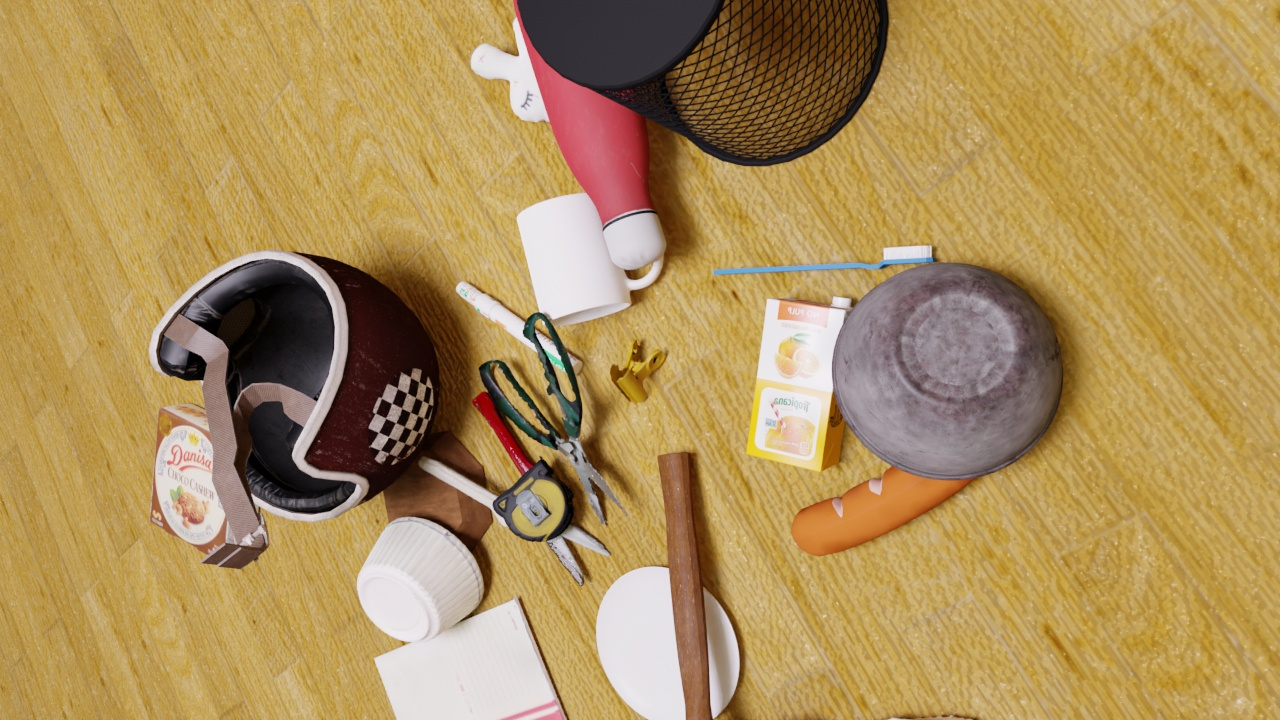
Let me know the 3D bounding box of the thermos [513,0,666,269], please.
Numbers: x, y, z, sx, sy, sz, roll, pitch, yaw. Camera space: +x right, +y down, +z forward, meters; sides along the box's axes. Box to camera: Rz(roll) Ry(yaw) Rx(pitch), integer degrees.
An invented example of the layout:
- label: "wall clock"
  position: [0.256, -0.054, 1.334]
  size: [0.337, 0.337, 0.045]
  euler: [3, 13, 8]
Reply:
- label: "thermos"
  position: [-0.032, -0.184, 0.701]
  size: [0.073, 0.073, 0.239]
  euler: [-21, 82, 30]

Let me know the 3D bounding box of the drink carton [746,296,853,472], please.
- label: "drink carton"
  position: [0.119, 0.013, 0.668]
  size: [0.059, 0.040, 0.122]
  euler: [12, 100, 30]

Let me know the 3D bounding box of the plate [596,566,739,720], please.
- label: "plate"
  position: [0.022, 0.237, 0.763]
  size: [0.135, 0.011, 0.134]
  euler: [3, 96, 31]

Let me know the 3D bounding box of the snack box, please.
- label: "snack box"
  position: [-0.495, 0.137, 1.047]
  size: [0.143, 0.041, 0.147]
  euler: [17, 103, 29]

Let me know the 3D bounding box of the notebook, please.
- label: "notebook"
  position: [-0.163, 0.329, 0.882]
  size: [0.209, 0.012, 0.153]
  euler: [-29, 80, 30]

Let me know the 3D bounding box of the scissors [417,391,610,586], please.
- label: "scissors"
  position: [-0.115, 0.113, 0.822]
  size: [0.179, 0.015, 0.186]
  euler: [-4, 80, 12]

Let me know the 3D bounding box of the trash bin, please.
- label: "trash bin"
  position: [0.040, -0.232, 0.595]
  size: [0.184, 0.209, 0.184]
  euler: [3, 96, 31]

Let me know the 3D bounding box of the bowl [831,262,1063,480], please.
- label: "bowl"
  position: [0.194, -0.002, 0.575]
  size: [0.145, 0.067, 0.144]
  euler: [-3, 76, 11]

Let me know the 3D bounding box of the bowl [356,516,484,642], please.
- label: "bowl"
  position: [-0.210, 0.209, 0.848]
  size: [0.115, 0.062, 0.115]
  euler: [12, 121, 20]

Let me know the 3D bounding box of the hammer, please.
- label: "hammer"
  position: [0.042, 0.232, 0.705]
  size: [0.116, 0.033, 0.322]
  euler: [-16, 74, 42]

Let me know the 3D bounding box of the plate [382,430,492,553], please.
- label: "plate"
  position: [-0.202, 0.133, 0.879]
  size: [0.131, 0.025, 0.131]
  euler: [3, 96, 31]

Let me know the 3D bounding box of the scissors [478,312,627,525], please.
- label: "scissors"
  position: [-0.083, 0.053, 0.788]
  size: [0.180, 0.015, 0.206]
  euler: [3, 117, 51]

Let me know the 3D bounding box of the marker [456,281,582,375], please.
- label: "marker"
  position: [-0.110, -0.030, 0.815]
  size: [0.145, 0.017, 0.017]
  euler: [34, 110, 24]

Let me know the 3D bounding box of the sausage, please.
- label: "sausage"
  position: [0.176, 0.093, 0.642]
  size: [0.165, 0.039, 0.044]
  euler: [-37, 70, 28]

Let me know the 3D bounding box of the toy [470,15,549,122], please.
- label: "toy"
  position: [-0.084, -0.241, 0.770]
  size: [0.122, 0.038, 0.079]
  euler: [44, 102, 15]

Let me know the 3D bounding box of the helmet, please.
- label: "helmet"
  position: [-0.292, 0.027, 0.790]
  size: [0.233, 0.253, 0.233]
  euler: [27, 83, 22]

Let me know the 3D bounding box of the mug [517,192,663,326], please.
- label: "mug"
  position: [-0.036, -0.085, 0.742]
  size: [0.110, 0.073, 0.090]
  euler: [-15, 86, 5]

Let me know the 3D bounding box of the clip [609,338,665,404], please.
- label: "clip"
  position: [-0.007, 0.005, 0.747]
  size: [0.037, 0.053, 0.046]
  euler: [26, 77, 29]

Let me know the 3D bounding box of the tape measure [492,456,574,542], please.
- label: "tape measure"
  position: [-0.088, 0.125, 0.788]
  size: [0.061, 0.034, 0.061]
  euler: [-45, 79, 0]

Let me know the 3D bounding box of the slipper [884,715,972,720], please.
- label: "slipper"
  position: [0.134, 0.320, 0.682]
  size: [0.273, 0.053, 0.114]
  euler: [-19, 89, 31]

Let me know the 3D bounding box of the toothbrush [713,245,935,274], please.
- label: "toothbrush"
  position: [0.129, -0.072, 0.669]
  size: [0.167, 0.016, 0.014]
  euler: [0, 94, 31]
